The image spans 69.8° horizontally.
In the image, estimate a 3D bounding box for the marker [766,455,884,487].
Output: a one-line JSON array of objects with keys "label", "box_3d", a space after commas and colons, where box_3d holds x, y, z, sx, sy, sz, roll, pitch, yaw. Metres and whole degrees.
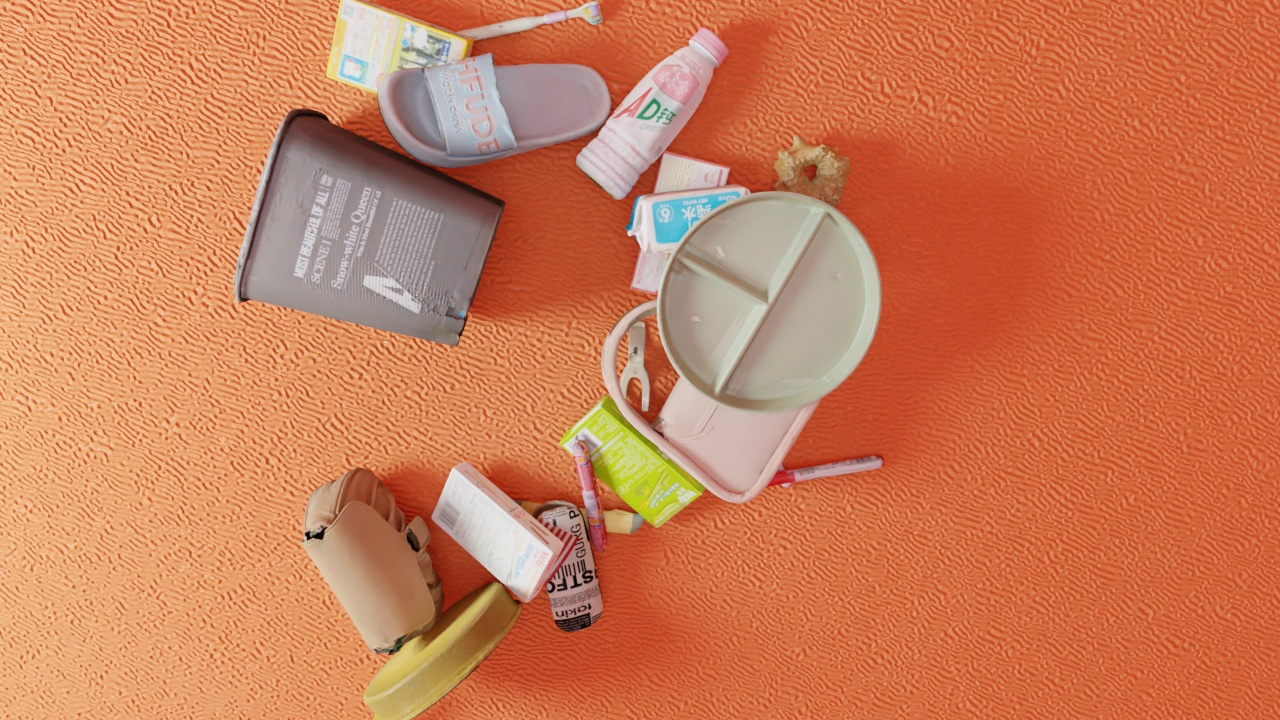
[{"label": "marker", "box_3d": [0.214, 0.129, 1.072, 0.145, 0.017, 0.017, -8, 101, -6]}]

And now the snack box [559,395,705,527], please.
[{"label": "snack box", "box_3d": [-0.009, 0.118, 1.059, 0.156, 0.026, 0.086, 41, 125, -7]}]

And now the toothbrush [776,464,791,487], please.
[{"label": "toothbrush", "box_3d": [0.128, 0.069, 1.069, 0.021, 0.029, 0.189, -20, 106, 47]}]

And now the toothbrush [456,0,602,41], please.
[{"label": "toothbrush", "box_3d": [-0.135, -0.358, 0.985, 0.189, 0.029, 0.020, -10, 58, 3]}]

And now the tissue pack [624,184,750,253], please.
[{"label": "tissue pack", "box_3d": [0.054, -0.147, 0.961, 0.140, 0.090, 0.063, -7, 103, -1]}]

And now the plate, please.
[{"label": "plate", "box_3d": [0.129, -0.057, 0.931, 0.230, 0.027, 0.230, -1, 108, -4]}]

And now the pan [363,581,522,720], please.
[{"label": "pan", "box_3d": [-0.268, 0.381, 1.068, 0.358, 0.197, 0.078, -36, 94, 27]}]

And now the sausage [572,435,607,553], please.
[{"label": "sausage", "box_3d": [-0.057, 0.156, 1.062, 0.020, 0.020, 0.156, -9, 111, 2]}]

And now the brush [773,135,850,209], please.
[{"label": "brush", "box_3d": [0.195, -0.122, 1.020, 0.083, 0.045, 0.255, -6, 106, 0]}]

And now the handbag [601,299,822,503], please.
[{"label": "handbag", "box_3d": [0.068, 0.026, 1.006, 0.234, 0.093, 0.193, 30, 88, -7]}]

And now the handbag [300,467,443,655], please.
[{"label": "handbag", "box_3d": [-0.294, 0.224, 1.034, 0.100, 0.147, 0.204, -26, 104, 7]}]

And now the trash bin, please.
[{"label": "trash bin", "box_3d": [-0.268, -0.127, 0.950, 0.219, 0.198, 0.199, 19, 100, -9]}]

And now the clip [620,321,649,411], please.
[{"label": "clip", "box_3d": [-0.006, 0.006, 1.056, 0.034, 0.076, 0.103, 1, 91, 1]}]

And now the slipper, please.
[{"label": "slipper", "box_3d": [-0.142, -0.262, 0.941, 0.245, 0.074, 0.104, -12, 90, -21]}]

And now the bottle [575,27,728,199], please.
[{"label": "bottle", "box_3d": [0.017, -0.265, 0.981, 0.068, 0.068, 0.197, 41, 95, -7]}]

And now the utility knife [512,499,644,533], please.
[{"label": "utility knife", "box_3d": [-0.083, 0.185, 1.092, 0.176, 0.019, 0.031, 6, 98, -2]}]

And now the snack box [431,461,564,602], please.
[{"label": "snack box", "box_3d": [-0.166, 0.195, 1.049, 0.157, 0.026, 0.085, 37, 120, 16]}]

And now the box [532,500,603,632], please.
[{"label": "box", "box_3d": [-0.085, 0.238, 1.091, 0.075, 0.076, 0.164, -15, 107, -8]}]

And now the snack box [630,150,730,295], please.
[{"label": "snack box", "box_3d": [0.043, -0.147, 1.022, 0.077, 0.027, 0.156, 14, 101, -2]}]

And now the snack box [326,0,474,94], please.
[{"label": "snack box", "box_3d": [-0.256, -0.322, 0.977, 0.140, 0.033, 0.087, 19, 113, -1]}]
